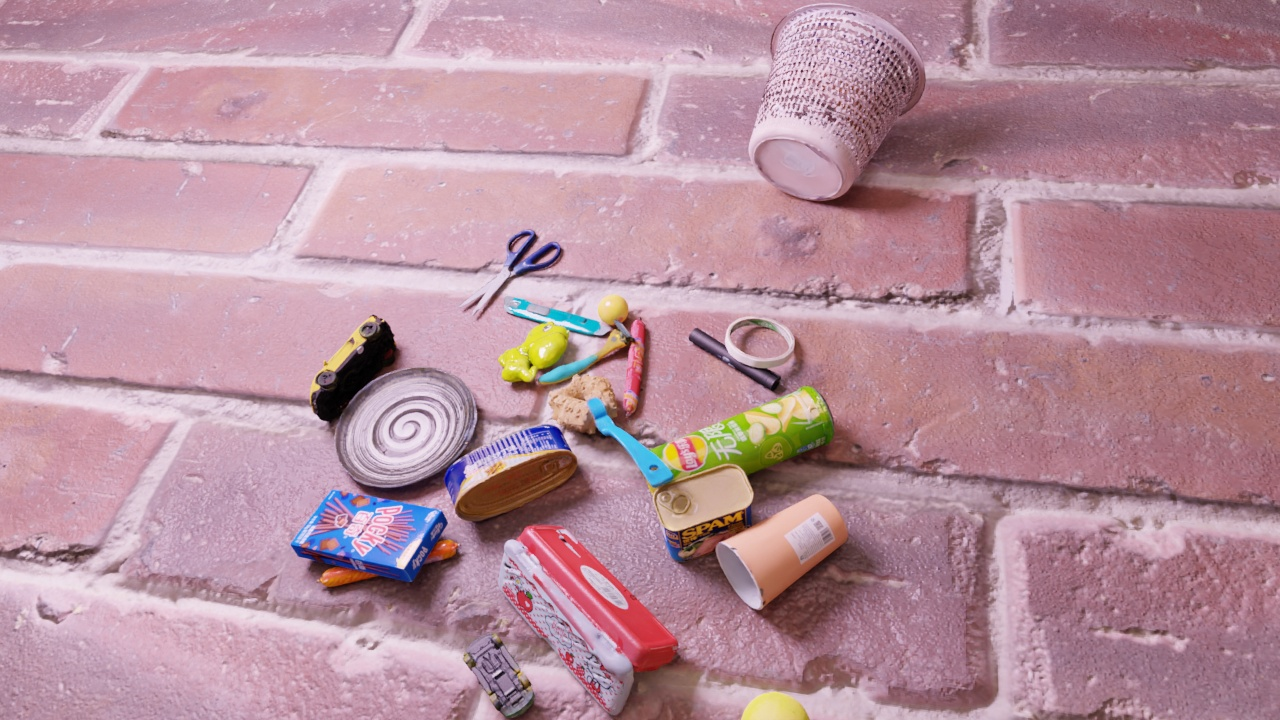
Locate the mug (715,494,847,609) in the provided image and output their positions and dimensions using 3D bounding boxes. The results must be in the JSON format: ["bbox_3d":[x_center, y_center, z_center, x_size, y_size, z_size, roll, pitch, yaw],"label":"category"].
[{"bbox_3d":[0.150,0.193,0.953,0.122,0.078,0.078,-28,54,-18],"label":"mug"}]

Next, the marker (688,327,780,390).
[{"bbox_3d":[0.116,-0.003,1.139,0.132,0.020,0.022,33,73,28],"label":"marker"}]

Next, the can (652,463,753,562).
[{"bbox_3d":[0.069,0.165,0.979,0.102,0.083,0.057,-18,52,-5],"label":"can"}]

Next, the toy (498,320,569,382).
[{"bbox_3d":[-0.134,-0.010,1.174,0.100,0.031,0.096,-22,42,2],"label":"toy"}]

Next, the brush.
[{"bbox_3d":[-0.032,0.078,1.036,0.083,0.046,0.255,-23,28,-18],"label":"brush"}]

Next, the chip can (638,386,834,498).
[{"bbox_3d":[0.109,0.097,1.031,0.221,0.073,0.072,-22,53,-7],"label":"chip can"}]

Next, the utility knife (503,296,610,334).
[{"bbox_3d":[-0.115,-0.059,1.221,0.164,0.013,0.029,16,60,20],"label":"utility knife"}]

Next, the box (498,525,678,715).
[{"bbox_3d":[-0.069,0.265,0.941,0.201,0.095,0.099,39,102,32],"label":"box"}]

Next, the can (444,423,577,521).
[{"bbox_3d":[-0.148,0.127,1.048,0.148,0.075,0.049,-24,50,-10],"label":"can"}]

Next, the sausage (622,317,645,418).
[{"bbox_3d":[-0.007,0.007,1.151,0.020,0.020,0.155,0,53,8],"label":"sausage"}]

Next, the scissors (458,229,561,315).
[{"bbox_3d":[-0.191,-0.128,1.285,0.170,0.012,0.141,-20,52,-8],"label":"scissors"}]

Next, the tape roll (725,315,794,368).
[{"bbox_3d":[0.148,-0.023,1.139,0.086,0.014,0.085,3,42,-3],"label":"tape roll"}]

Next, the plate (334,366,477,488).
[{"bbox_3d":[-0.287,0.084,1.135,0.179,0.024,0.179,-5,52,7],"label":"plate"}]

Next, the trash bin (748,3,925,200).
[{"bbox_3d":[0.253,-0.339,1.267,0.228,0.227,0.191,19,71,21],"label":"trash bin"}]

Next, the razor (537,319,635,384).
[{"bbox_3d":[-0.071,-0.003,1.161,0.132,0.028,0.043,-31,49,-7],"label":"razor"}]

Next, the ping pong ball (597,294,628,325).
[{"bbox_3d":[-0.036,-0.066,1.197,0.040,0.040,0.040,-4,53,5],"label":"ping pong ball"}]

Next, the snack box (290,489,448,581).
[{"bbox_3d":[-0.305,0.194,1.031,0.157,0.026,0.084,6,43,22],"label":"snack box"}]

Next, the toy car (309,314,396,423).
[{"bbox_3d":[-0.370,0.009,1.173,0.041,0.071,0.155,21,60,21],"label":"toy car"}]

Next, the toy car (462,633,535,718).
[{"bbox_3d":[-0.142,0.318,0.925,0.043,0.036,0.091,-35,57,-16],"label":"toy car"}]

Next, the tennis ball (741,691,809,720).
[{"bbox_3d":[0.125,0.341,0.848,0.065,0.065,0.065,-4,53,5],"label":"tennis ball"}]

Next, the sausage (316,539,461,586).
[{"bbox_3d":[-0.281,0.227,1.026,0.165,0.021,0.021,-13,52,-2],"label":"sausage"}]
